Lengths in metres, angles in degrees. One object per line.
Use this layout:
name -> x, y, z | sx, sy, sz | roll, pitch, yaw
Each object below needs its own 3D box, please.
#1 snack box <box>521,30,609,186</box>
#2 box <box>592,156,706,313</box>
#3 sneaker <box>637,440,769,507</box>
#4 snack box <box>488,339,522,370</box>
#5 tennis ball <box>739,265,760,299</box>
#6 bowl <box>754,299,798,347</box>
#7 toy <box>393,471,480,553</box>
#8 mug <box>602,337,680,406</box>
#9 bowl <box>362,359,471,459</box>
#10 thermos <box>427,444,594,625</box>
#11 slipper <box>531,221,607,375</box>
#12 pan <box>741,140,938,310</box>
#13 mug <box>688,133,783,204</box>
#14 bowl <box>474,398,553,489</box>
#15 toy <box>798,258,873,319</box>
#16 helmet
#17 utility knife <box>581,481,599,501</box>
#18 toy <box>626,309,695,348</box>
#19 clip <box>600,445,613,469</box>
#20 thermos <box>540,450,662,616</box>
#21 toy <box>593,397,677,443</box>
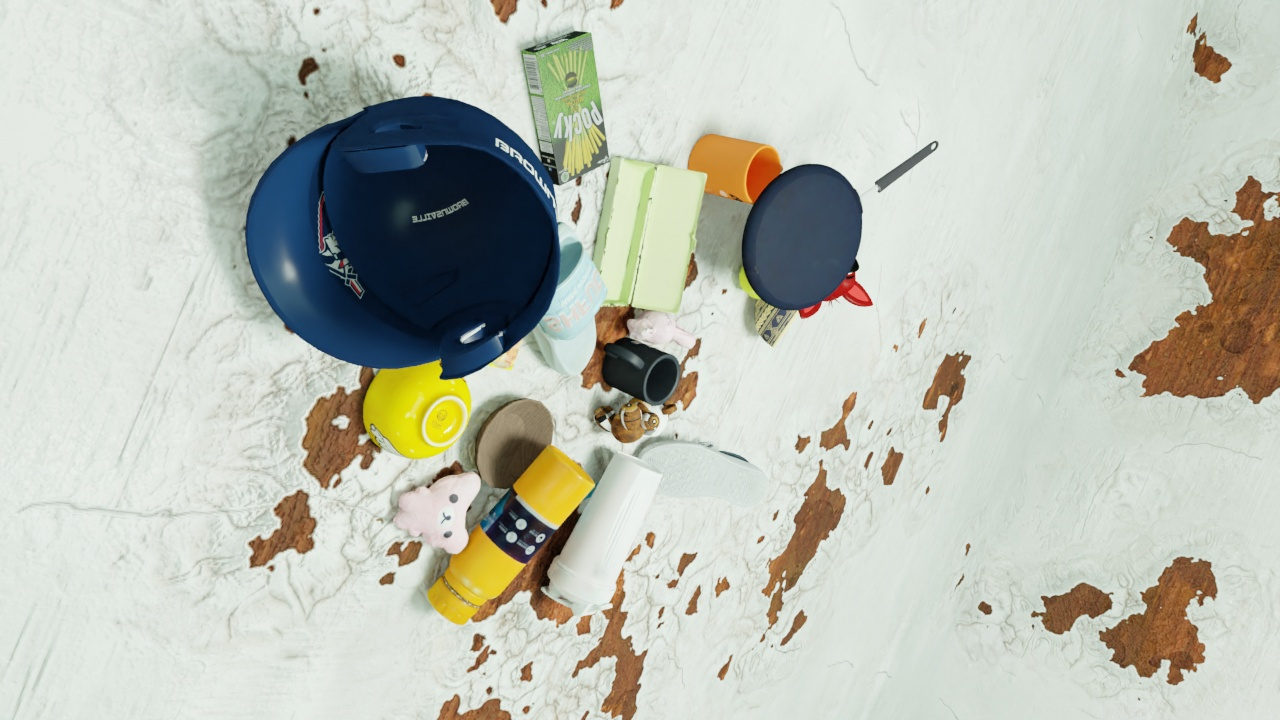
snack box -> -0.081, -0.279, 1.017 | 0.080, 0.025, 0.148 | -34, 131, -34
box -> 0.005, -0.156, 1.160 | 0.140, 0.047, 0.188 | 3, 106, -24
sneaker -> 0.089, 0.161, 1.388 | 0.235, 0.087, 0.089 | 19, 103, -29
snack box -> -0.145, -0.063, 1.047 | 0.040, 0.029, 0.148 | 14, 98, -52
tennis ball -> 0.179, -0.124, 1.359 | 0.065, 0.065, 0.065 | -24, 125, -40
bowl -> 0.212, -0.083, 1.412 | 0.112, 0.061, 0.112 | -53, 173, -10
toy -> -0.234, 0.173, 1.048 | 0.095, 0.053, 0.099 | 10, 98, -38
mug -> -0.007, 0.007, 1.201 | 0.071, 0.077, 0.105 | -60, 141, -9
bowl -> -0.228, 0.055, 0.981 | 0.117, 0.068, 0.117 | -25, 125, -40
thermos -> -0.155, 0.215, 1.110 | 0.232, 0.076, 0.091 | -49, 146, -1
slipper -> -0.078, -0.062, 1.052 | 0.103, 0.074, 0.246 | -58, 158, -26
pan -> 0.283, -0.206, 1.248 | 0.355, 0.021, 0.199 | -36, 123, -15
mug -> 0.136, -0.257, 1.219 | 0.112, 0.096, 0.078 | -21, 123, -42
bowl -> -0.158, 0.096, 1.110 | 0.117, 0.030, 0.118 | -25, 127, -39
toy -> 0.260, -0.165, 1.338 | 0.158, 0.121, 0.197 | -11, 78, -37
helmet -> -0.207, -0.112, 0.816 | 0.272, 0.223, 0.232 | -22, 118, -6
utility knife -> -0.080, 0.186, 1.258 | 0.123, 0.015, 0.022 | -15, 124, -47
toy -> 0.027, -0.043, 1.228 | 0.110, 0.064, 0.047 | 15, 96, -54
clip -> -0.027, 0.156, 1.297 | 0.054, 0.040, 0.102 | -22, 120, -25
thermos -> -0.048, 0.237, 1.244 | 0.099, 0.099, 0.220 | 24, 93, -51
toy -> 0.001, 0.076, 1.244 | 0.112, 0.087, 0.067 | -30, 106, -46
